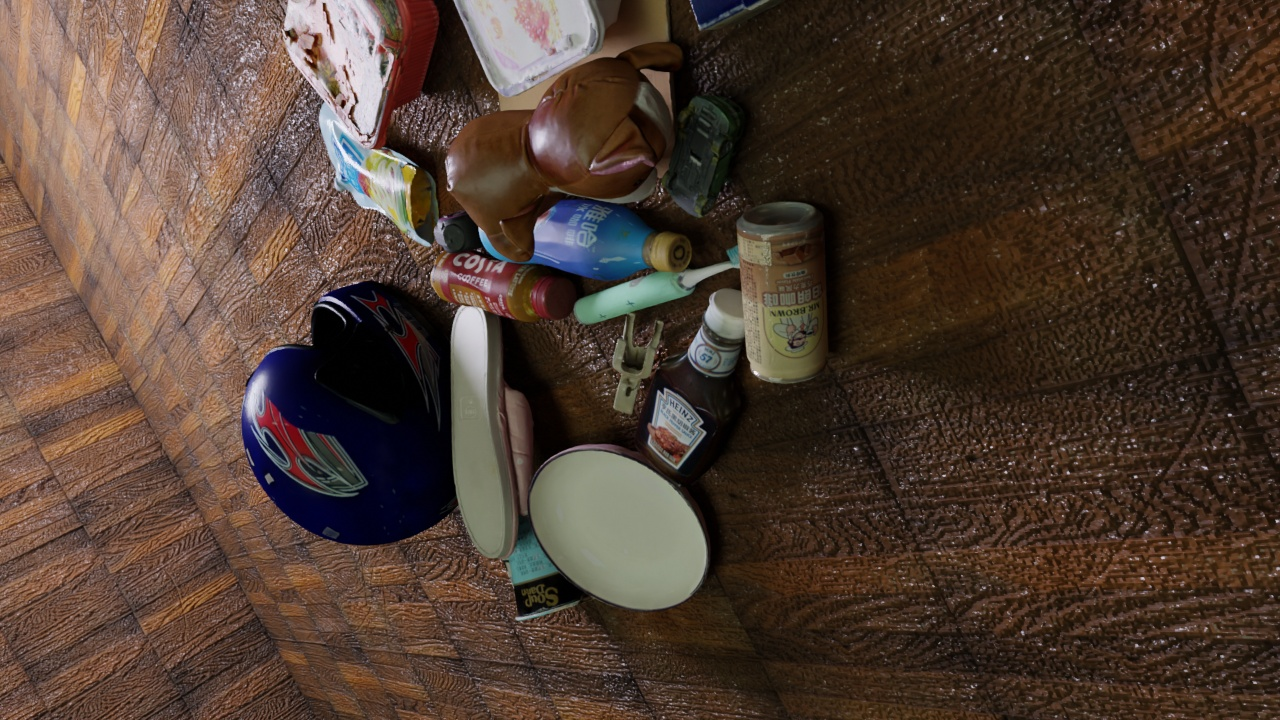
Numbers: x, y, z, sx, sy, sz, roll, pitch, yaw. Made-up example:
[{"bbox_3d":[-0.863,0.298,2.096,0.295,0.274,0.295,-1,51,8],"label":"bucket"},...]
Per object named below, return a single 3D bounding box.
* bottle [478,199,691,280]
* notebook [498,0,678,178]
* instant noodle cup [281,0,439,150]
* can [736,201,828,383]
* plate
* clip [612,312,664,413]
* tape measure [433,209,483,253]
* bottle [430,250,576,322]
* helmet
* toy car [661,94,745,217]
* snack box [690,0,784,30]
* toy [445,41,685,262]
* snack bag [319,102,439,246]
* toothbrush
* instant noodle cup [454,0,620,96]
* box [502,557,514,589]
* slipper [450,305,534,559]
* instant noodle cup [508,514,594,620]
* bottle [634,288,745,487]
[{"bbox_3d":[-0.048,-0.102,0.765,0.219,0.065,0.065,17,126,42],"label":"bottle"},{"bbox_3d":[-0.051,-0.229,0.729,0.208,0.008,0.148,21,128,40],"label":"notebook"},{"bbox_3d":[-0.258,-0.310,0.854,0.164,0.078,0.189,52,141,11],"label":"instant noodle cup"},{"bbox_3d":[0.100,-0.047,0.637,0.058,0.058,0.116,19,127,41],"label":"can"},{"bbox_3d":[-0.018,0.158,0.895,0.193,0.038,0.193,12,122,20],"label":"plate"},{"bbox_3d":[-0.002,-0.006,0.808,0.035,0.081,0.105,14,156,3],"label":"clip"},{"bbox_3d":[-0.169,-0.129,0.891,0.057,0.057,0.039,28,134,66],"label":"tape measure"},{"bbox_3d":[-0.133,-0.072,0.888,0.175,0.057,0.057,15,125,43],"label":"bottle"},{"bbox_3d":[-0.337,0.067,1.066,0.315,0.239,0.248,46,141,19],"label":"helmet"},{"bbox_3d":[0.046,-0.145,0.652,0.043,0.036,0.091,42,139,21],"label":"toy car"},{"bbox_3d":[0.076,-0.303,0.504,0.178,0.045,0.182,-8,108,50],"label":"snack box"},{"bbox_3d":[-0.049,-0.149,0.675,0.200,0.130,0.140,-24,50,42],"label":"toy"},{"bbox_3d":[-0.290,-0.202,1.000,0.191,0.038,0.110,33,147,32],"label":"snack bag"},{"bbox_3d":[0.016,-0.060,0.751,0.225,0.026,0.027,-13,121,52],"label":"toothbrush"},{"bbox_3d":[-0.082,-0.293,0.661,0.138,0.060,0.173,-6,110,49],"label":"instant noodle cup"},{"bbox_3d":[-0.122,0.222,1.080,0.087,0.076,0.163,-1,111,28],"label":"box"},{"bbox_3d":[-0.154,0.070,0.969,0.114,0.054,0.274,-17,78,50],"label":"slipper"},{"bbox_3d":[-0.097,0.207,0.996,0.111,0.111,0.120,-29,75,53],"label":"instant noodle cup"},{"bbox_3d":[0.048,0.023,0.757,0.080,0.043,0.195,42,139,21],"label":"bottle"}]
